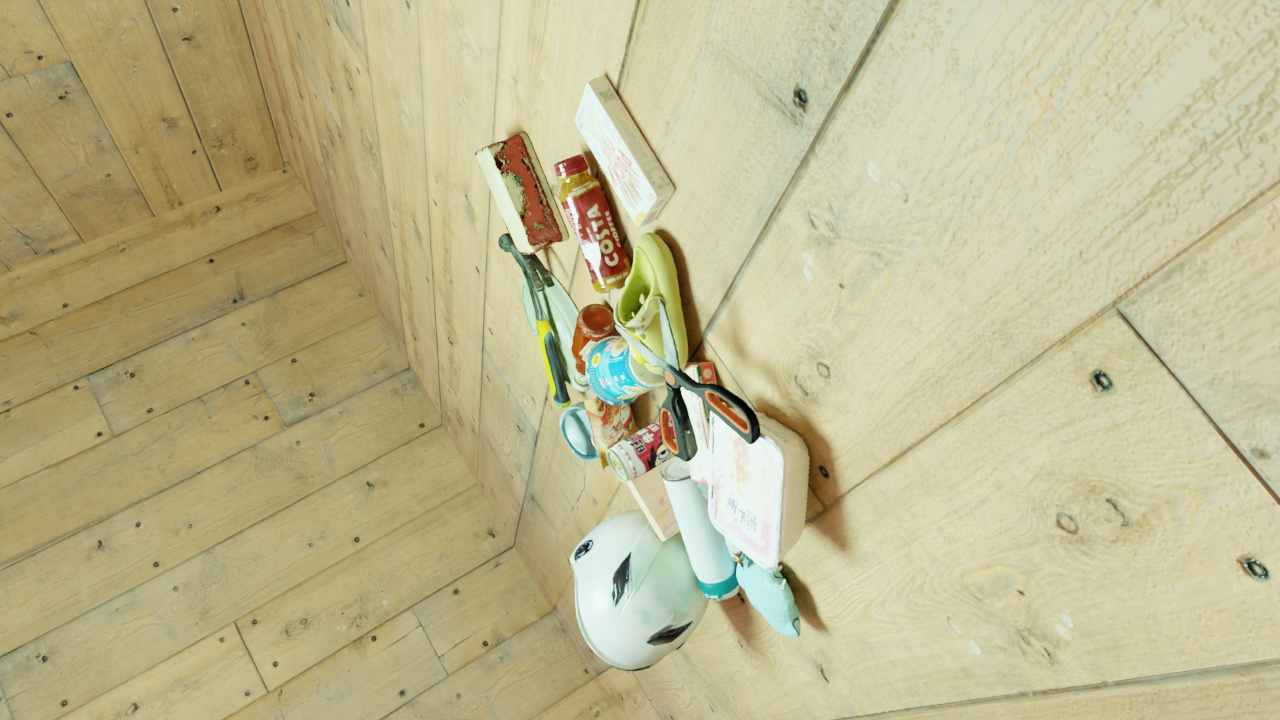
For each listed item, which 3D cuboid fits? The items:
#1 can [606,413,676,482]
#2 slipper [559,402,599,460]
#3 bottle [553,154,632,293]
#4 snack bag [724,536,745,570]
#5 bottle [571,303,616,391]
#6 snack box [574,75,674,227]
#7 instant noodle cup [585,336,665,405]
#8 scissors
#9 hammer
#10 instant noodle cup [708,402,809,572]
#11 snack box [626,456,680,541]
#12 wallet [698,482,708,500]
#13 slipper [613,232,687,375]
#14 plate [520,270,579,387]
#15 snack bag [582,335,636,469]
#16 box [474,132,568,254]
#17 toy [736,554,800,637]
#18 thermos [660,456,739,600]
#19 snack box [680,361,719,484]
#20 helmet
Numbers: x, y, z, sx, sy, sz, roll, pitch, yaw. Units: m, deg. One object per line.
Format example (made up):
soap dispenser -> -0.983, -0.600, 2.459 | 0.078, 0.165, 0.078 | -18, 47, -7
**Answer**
can -> 0.022, 0.112, 1.232 | 0.053, 0.132, 0.053 | 49, 156, 31
slipper -> -0.093, 0.129, 1.606 | 0.104, 0.074, 0.246 | 62, 158, -4
bottle -> -0.062, -0.175, 1.179 | 0.057, 0.057, 0.175 | 16, 131, 62
snack bag -> 0.127, 0.234, 1.259 | 0.048, 0.026, 0.104 | 80, 180, -61
bottle -> -0.079, -0.012, 1.410 | 0.059, 0.059, 0.206 | 55, 156, 19
snack box -> -0.021, -0.238, 1.053 | 0.156, 0.026, 0.085 | 60, 159, 7
instant noodle cup -> -0.007, 0.007, 1.244 | 0.110, 0.099, 0.099 | -16, 101, 60
scissors -> 0.048, 0.033, 1.049 | 0.230, 0.021, 0.221 | 39, 145, 29
hammer -> -0.161, -0.050, 1.524 | 0.126, 0.031, 0.324 | 40, 149, 46
instant noodle cup -> 0.140, 0.140, 1.059 | 0.138, 0.060, 0.174 | 34, 133, 51
snack box -> 0.027, 0.183, 1.377 | 0.157, 0.084, 0.026 | 59, 156, 9
wallet -> 0.128, 0.167, 1.192 | 0.130, 0.036, 0.107 | 42, 141, 40
slipper -> 0.005, -0.063, 1.121 | 0.091, 0.081, 0.191 | -127, 25, -55
plate -> -0.143, -0.051, 1.565 | 0.230, 0.027, 0.231 | 49, 156, 30
snack bag -> -0.045, 0.071, 1.386 | 0.073, 0.128, 0.208 | 16, 146, 14
box -> -0.182, -0.240, 1.350 | 0.091, 0.077, 0.168 | 12, 128, 65
toy -> 0.172, 0.312, 1.251 | 0.156, 0.049, 0.161 | 86, 159, -58
thermos -> 0.093, 0.245, 1.326 | 0.073, 0.073, 0.224 | 23, 136, 59
snack box -> 0.077, 0.079, 1.165 | 0.077, 0.027, 0.156 | 0, 102, 67
helmet -> 0.021, 0.335, 1.408 | 0.146, 0.257, 0.229 | -37, 98, 32
